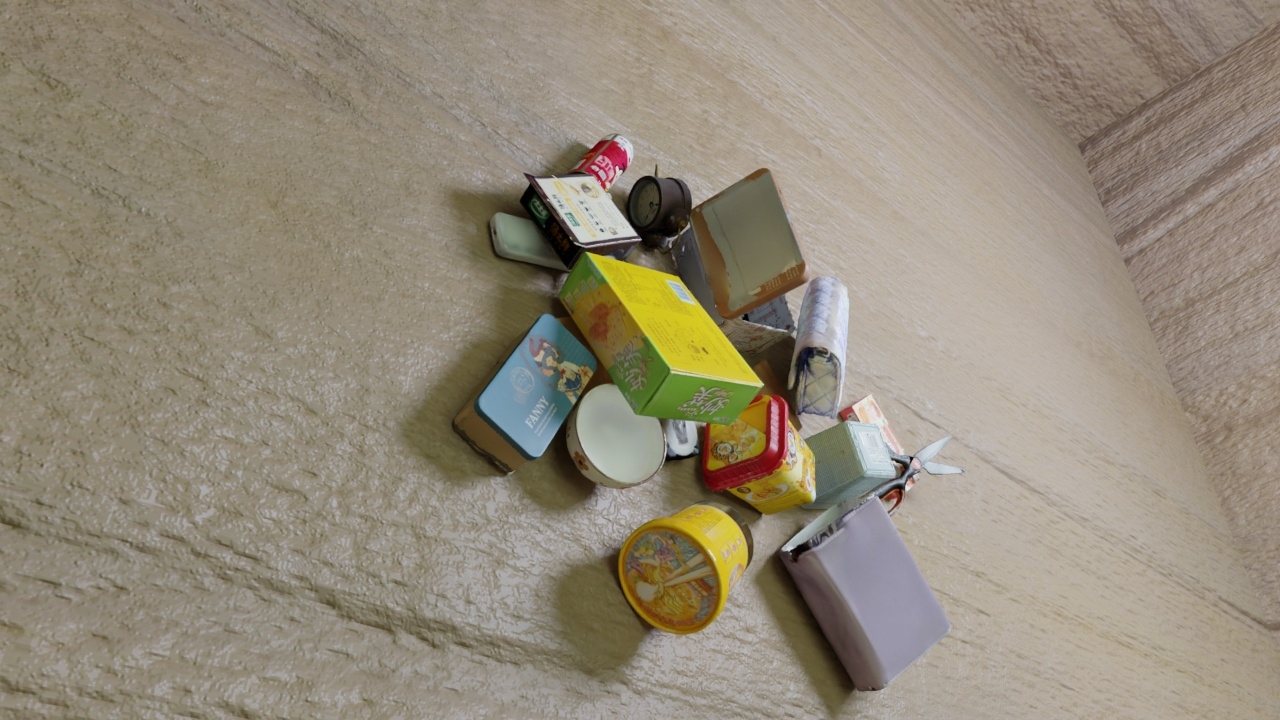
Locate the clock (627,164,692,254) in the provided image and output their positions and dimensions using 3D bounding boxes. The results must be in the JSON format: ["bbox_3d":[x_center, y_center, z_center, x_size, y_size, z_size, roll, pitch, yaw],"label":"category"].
[{"bbox_3d":[0.028,-0.199,1.243,0.055,0.082,0.121,4,60,-40],"label":"clock"}]

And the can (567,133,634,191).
[{"bbox_3d":[-0.054,-0.254,1.218,0.053,0.053,0.132,46,39,-12],"label":"can"}]

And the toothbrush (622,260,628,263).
[{"bbox_3d":[0.003,-0.103,1.183,0.186,0.017,0.012,47,8,-1],"label":"toothbrush"}]

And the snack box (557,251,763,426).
[{"bbox_3d":[0.020,-0.024,1.042,0.157,0.070,0.210,10,35,-43],"label":"snack box"}]

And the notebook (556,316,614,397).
[{"bbox_3d":[-0.007,0.007,1.118,0.211,0.012,0.149,-12,74,-49],"label":"notebook"}]

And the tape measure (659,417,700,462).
[{"bbox_3d":[0.035,0.086,1.080,0.065,0.034,0.066,-2,75,-49],"label":"tape measure"}]

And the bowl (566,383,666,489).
[{"bbox_3d":[-0.035,0.088,0.984,0.113,0.062,0.113,19,56,-30],"label":"bowl"}]

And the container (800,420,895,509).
[{"bbox_3d":[0.268,0.138,1.228,0.090,0.112,0.089,9,58,-43],"label":"container"}]

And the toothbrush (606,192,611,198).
[{"bbox_3d":[-0.053,-0.159,1.157,0.016,0.016,0.179,30,38,-19],"label":"toothbrush"}]

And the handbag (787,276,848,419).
[{"bbox_3d":[0.254,-0.016,1.305,0.075,0.134,0.193,7,36,10],"label":"handbag"}]

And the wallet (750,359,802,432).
[{"bbox_3d":[0.172,0.065,1.256,0.101,0.020,0.115,-32,91,-50],"label":"wallet"}]

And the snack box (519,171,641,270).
[{"bbox_3d":[-0.077,-0.170,1.093,0.125,0.053,0.113,-16,64,-47],"label":"snack box"}]

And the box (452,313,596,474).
[{"bbox_3d":[-0.118,0.036,0.943,0.090,0.060,0.183,43,39,-14],"label":"box"}]

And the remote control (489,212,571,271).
[{"bbox_3d":[-0.119,-0.139,1.095,0.135,0.020,0.055,8,58,-43],"label":"remote control"}]

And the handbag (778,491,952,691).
[{"bbox_3d":[0.273,0.287,1.140,0.144,0.099,0.197,-27,85,-35],"label":"handbag"}]

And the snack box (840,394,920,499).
[{"bbox_3d":[0.367,0.131,1.405,0.075,0.026,0.153,-21,80,-51],"label":"snack box"}]

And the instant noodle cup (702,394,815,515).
[{"bbox_3d":[0.152,0.123,1.129,0.123,0.116,0.116,43,38,-34],"label":"instant noodle cup"}]

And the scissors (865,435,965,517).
[{"bbox_3d":[0.390,0.152,1.367,0.210,0.022,0.221,44,57,-4],"label":"scissors"}]

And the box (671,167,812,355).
[{"bbox_3d":[0.156,-0.135,1.240,0.156,0.194,0.183,10,57,-43],"label":"box"}]

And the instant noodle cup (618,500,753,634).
[{"bbox_3d":[0.055,0.208,0.962,0.118,0.119,0.114,60,31,5],"label":"instant noodle cup"}]
